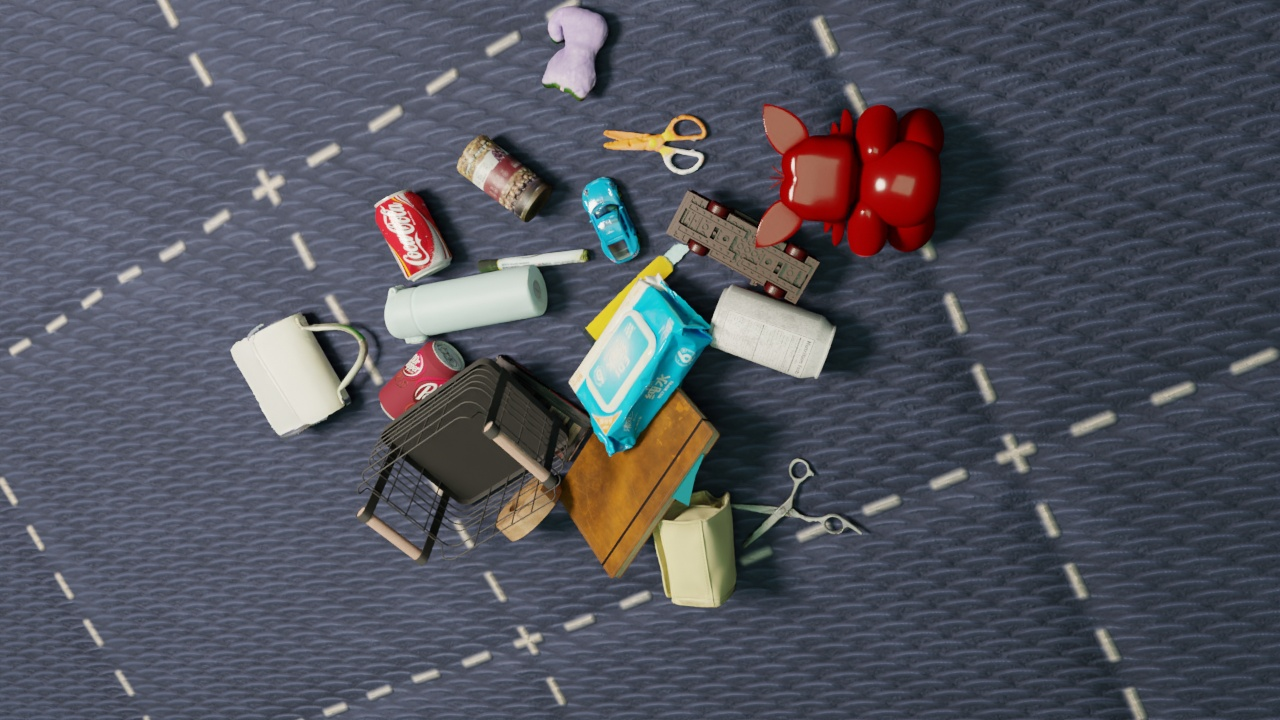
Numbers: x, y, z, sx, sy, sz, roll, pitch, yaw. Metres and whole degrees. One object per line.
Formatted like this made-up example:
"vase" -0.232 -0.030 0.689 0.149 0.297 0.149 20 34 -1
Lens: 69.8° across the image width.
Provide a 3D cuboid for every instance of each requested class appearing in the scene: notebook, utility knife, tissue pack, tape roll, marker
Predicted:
"notebook" -0.003 0.128 1.130 0.250 0.014 0.178 -57 47 19
"utility knife" -0.005 -0.082 1.132 0.030 0.017 0.176 45 110 -6
"tissue pack" -0.007 0.006 1.107 0.210 0.066 0.117 -55 47 23
"tape roll" -0.146 0.190 1.193 0.094 0.093 0.027 -40 103 19
"marker" -0.135 -0.125 1.153 0.147 0.017 0.017 -4 103 14

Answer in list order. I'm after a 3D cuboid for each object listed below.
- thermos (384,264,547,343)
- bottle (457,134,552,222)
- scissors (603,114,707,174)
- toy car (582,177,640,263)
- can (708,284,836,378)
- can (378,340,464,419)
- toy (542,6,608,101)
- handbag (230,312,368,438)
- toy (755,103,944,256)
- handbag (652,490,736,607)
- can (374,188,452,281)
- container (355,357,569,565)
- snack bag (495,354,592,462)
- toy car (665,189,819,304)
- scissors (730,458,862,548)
"thermos" -0.224 -0.072 1.162 0.207 0.065 0.078 -9 103 15
"bottle" -0.165 -0.221 1.115 0.105 0.056 0.056 37 109 3
"scissors" 0.015 -0.251 1.088 0.131 0.012 0.073 0 103 13
"toy car" -0.037 -0.169 1.110 0.048 0.032 0.105 -20 97 18
"can" 0.153 -0.032 1.074 0.136 0.078 0.078 20 107 8
"can" -0.287 0.029 1.204 0.114 0.063 0.063 -42 91 19
"toy" -0.080 -0.361 1.071 0.080 0.036 0.100 25 104 17
"handbag" -0.446 0.007 1.232 0.176 0.073 0.151 -24 97 17
"toy" 0.228 -0.196 0.995 0.197 0.120 0.158 2 107 3
"handbag" 0.076 0.234 1.143 0.081 0.111 0.119 -4 101 30
"can" -0.287 -0.158 1.156 0.064 0.064 0.105 -24 97 18
"container" -0.219 0.131 1.141 0.242 0.130 0.163 -33 117 25
"snack bag" -0.139 0.063 1.200 0.155 0.018 0.075 35 110 4
"toy car" 0.120 -0.133 1.065 0.170 0.061 0.070 29 109 5
"scissors" 0.194 0.194 1.154 0.172 0.014 0.142 24 106 11
